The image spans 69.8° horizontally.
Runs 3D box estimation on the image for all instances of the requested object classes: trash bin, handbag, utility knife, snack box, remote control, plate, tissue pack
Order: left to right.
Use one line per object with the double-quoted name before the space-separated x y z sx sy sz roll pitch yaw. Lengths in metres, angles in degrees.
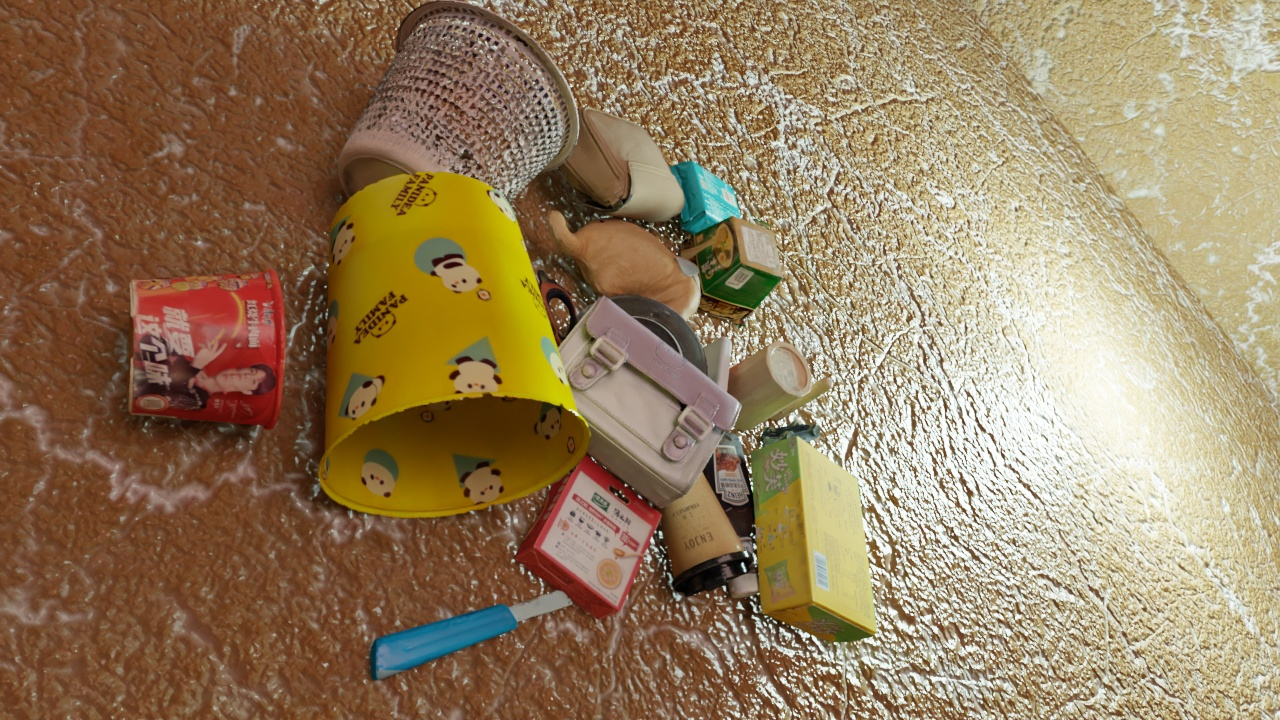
"trash bin" -0.183 -0.018 0.845 0.229 0.230 0.255 9 54 -37
"trash bin" -0.206 -0.229 0.974 0.227 0.228 0.191 37 58 -16
"utility knife" -0.149 0.245 0.845 0.213 0.018 0.034 -7 67 -41
"snack box" -0.052 0.182 0.949 0.113 0.044 0.126 40 46 -13
"handbag" -0.031 -0.244 1.186 0.147 0.100 0.204 59 26 13
"handbag" -0.006 0.040 0.974 0.197 0.099 0.144 38 57 -5
"plate" -0.006 0.006 1.057 0.179 0.024 0.179 3 74 -11
"tissue pack" 0.092 -0.218 1.297 0.133 0.050 0.093 19 52 -51
"remote control" 0.088 0.033 1.153 0.020 0.056 0.135 31 47 -25
"snack box" 0.126 -0.127 1.248 0.118 0.106 0.117 13 57 -34
"snack box" 0.208 0.217 1.104 0.157 0.070 0.209 33 45 -41

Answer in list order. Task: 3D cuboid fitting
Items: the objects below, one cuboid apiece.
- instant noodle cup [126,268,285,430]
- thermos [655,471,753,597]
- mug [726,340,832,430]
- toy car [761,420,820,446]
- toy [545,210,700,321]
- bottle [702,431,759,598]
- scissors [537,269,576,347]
"instant noodle cup" -0.358 -0.009 0.752 0.108 0.138 0.137 1 64 -31
"thermos" 0.062 0.188 1.015 0.093 0.093 0.143 1 57 -40
"mug" 0.172 0.038 1.185 0.124 0.104 0.084 18 54 -31
"toy car" 0.200 0.101 1.216 0.090 0.043 0.034 -10 98 -40
"toy" -0.024 -0.122 1.138 0.226 0.083 0.143 31 31 -18
"bottle" 0.104 0.180 1.084 0.079 0.044 0.194 10 59 -39
"scissors" -0.092 0.003 1.010 0.188 0.015 0.227 -13 78 -24
